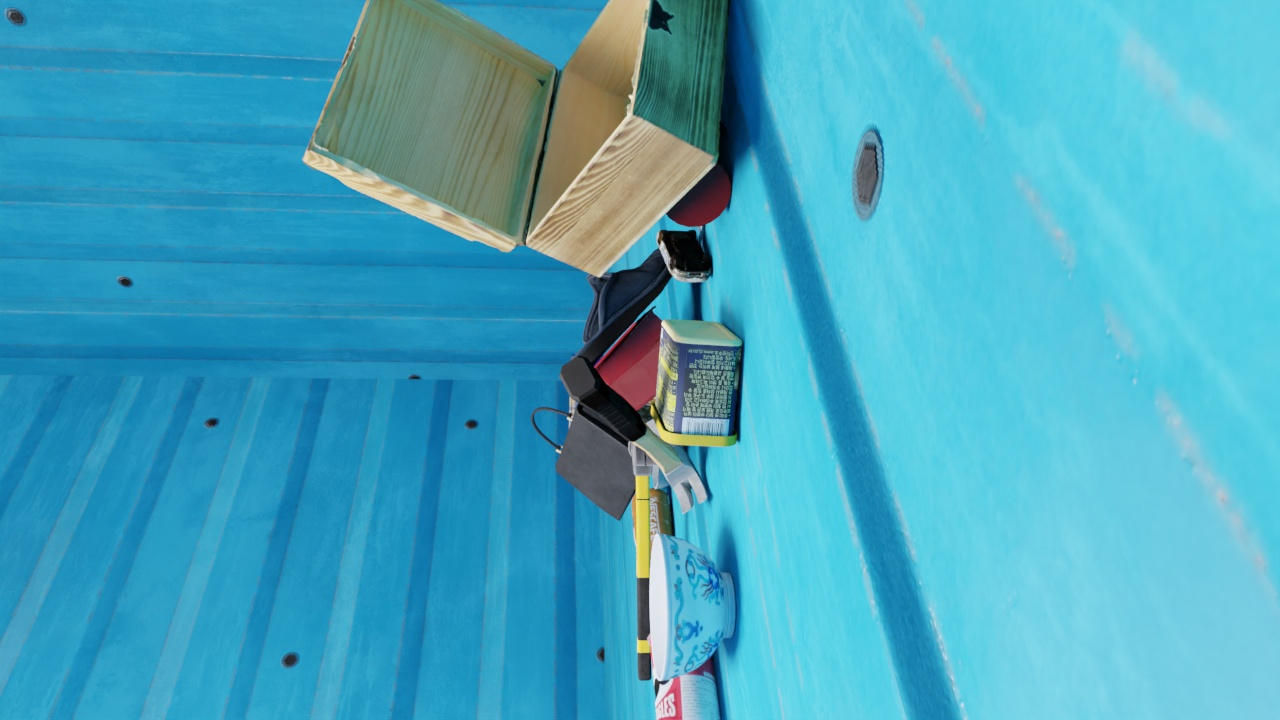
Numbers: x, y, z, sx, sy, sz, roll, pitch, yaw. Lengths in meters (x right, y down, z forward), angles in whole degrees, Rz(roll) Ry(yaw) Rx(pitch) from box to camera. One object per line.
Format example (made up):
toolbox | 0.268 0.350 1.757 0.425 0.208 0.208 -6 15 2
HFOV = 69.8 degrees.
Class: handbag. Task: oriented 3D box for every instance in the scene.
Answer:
handbag | -0.083 0.132 1.415 0.072 0.196 0.176 -58 -7 -42

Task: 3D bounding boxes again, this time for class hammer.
hammer | 0.004 0.251 1.196 0.170 0.034 0.324 123 146 -86
hammer | -0.003 0.076 0.974 0.131 0.039 0.328 60 -174 29

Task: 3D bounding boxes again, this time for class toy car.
toy car | 0.050 -0.124 1.095 0.112 0.048 0.041 -108 22 -52

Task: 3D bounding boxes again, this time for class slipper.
slipper | -0.030 -0.083 1.133 0.264 0.083 0.109 -48 1 -29

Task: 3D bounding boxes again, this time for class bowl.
bowl | 0.054 0.248 0.929 0.144 0.074 0.144 179 92 -85
bowl | 0.039 0.125 1.272 0.106 0.039 0.106 179 92 -84

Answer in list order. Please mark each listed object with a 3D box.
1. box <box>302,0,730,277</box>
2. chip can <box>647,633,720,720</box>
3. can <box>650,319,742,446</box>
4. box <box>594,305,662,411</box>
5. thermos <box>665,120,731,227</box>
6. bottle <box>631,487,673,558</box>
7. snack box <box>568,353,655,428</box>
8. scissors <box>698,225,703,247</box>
box | -0.125 -0.289 0.931 0.287 0.336 0.278 -41 37 51
chip can | 0.052 0.393 0.952 0.073 0.073 0.232 96 171 -46
can | 0.057 0.019 0.941 0.135 0.075 0.104 -115 29 -78
box | 0.000 0.012 1.169 0.097 0.129 0.158 47 172 -2
thermos | 0.049 -0.229 1.025 0.108 0.084 0.198 -51 25 18
bottle | 0.020 0.269 1.351 0.059 0.059 0.166 96 172 -47
snack box | -0.037 0.083 1.463 0.203 0.155 0.069 97 173 -48
scissors | 0.076 -0.174 1.106 0.095 0.015 0.142 160 104 -83
